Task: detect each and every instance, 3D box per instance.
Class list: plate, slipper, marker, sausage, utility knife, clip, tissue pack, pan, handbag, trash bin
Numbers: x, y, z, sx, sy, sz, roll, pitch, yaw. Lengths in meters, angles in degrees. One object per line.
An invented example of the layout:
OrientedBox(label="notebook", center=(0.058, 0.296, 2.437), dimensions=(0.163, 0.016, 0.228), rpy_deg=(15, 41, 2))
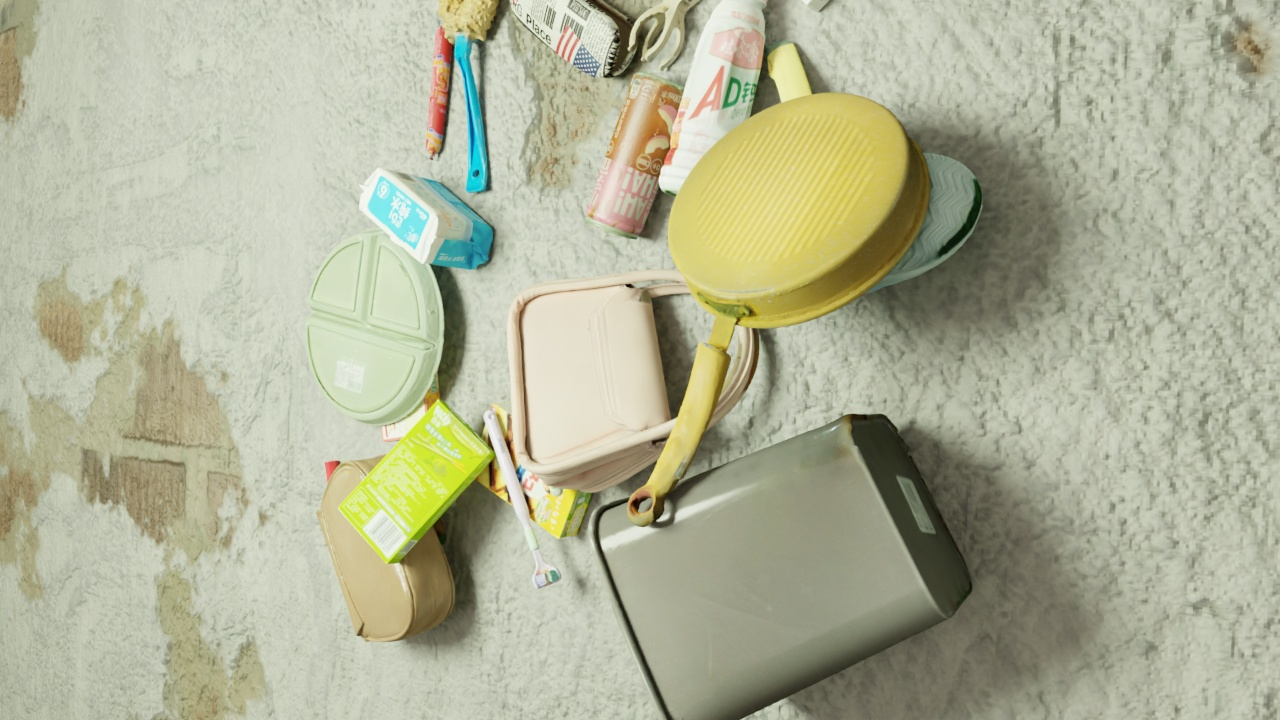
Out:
OrientedBox(label="plate", center=(-0.313, -0.039, 1.055), dimensions=(0.231, 0.027, 0.230), rpy_deg=(0, 89, 36))
OrientedBox(label="slipper", center=(0.159, -0.095, 0.741), dimensions=(0.246, 0.074, 0.104), rpy_deg=(0, 64, 49))
OrientedBox(label="marker", center=(-0.375, 0.196, 1.134), dimensions=(0.017, 0.017, 0.145), rpy_deg=(-11, 84, 33))
OrientedBox(label="sausage", center=(-0.227, -0.304, 1.036), dimensions=(0.020, 0.020, 0.156), rpy_deg=(9, 95, 33))
OrientedBox(label="utility knife", center=(0.131, -0.210, 0.768), dimensions=(0.031, 0.019, 0.176), rpy_deg=(-26, 50, 27))
OrientedBox(label="clip", center=(0.021, -0.330, 0.864), dimensions=(0.076, 0.034, 0.103), rpy_deg=(25, 99, 31))
OrientedBox(label="tissue pack", center=(-0.233, -0.152, 0.997), dimensions=(0.140, 0.089, 0.063), rpy_deg=(40, 110, 27))
OrientedBox(label="pan", center=(0.077, -0.042, 0.679), dimensions=(0.198, 0.078, 0.357), rpy_deg=(22, 73, 45))
OrientedBox(label="handbag", center=(-0.284, 0.211, 1.030), dimensions=(0.148, 0.099, 0.204), rpy_deg=(-35, 71, 36))
OrientedBox(label="handbag", center=(-0.005, 0.005, 0.845), dimensions=(0.235, 0.093, 0.193), rpy_deg=(-18, 66, 20))
OrientedBox(label="trash bin", center=(0.115, 0.156, 0.716), dimensions=(0.220, 0.198, 0.199), rpy_deg=(-30, 74, 22))

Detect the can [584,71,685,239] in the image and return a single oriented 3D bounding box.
OrientedBox(label="can", center=(-0.003, -0.192, 0.863), dimensions=(0.058, 0.057, 0.147), rpy_deg=(28, 105, 30))

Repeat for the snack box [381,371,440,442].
OrientedBox(label="snack box", center=(-0.271, 0.013, 1.059), dimensions=(0.077, 0.027, 0.155), rpy_deg=(-10, 85, 33))

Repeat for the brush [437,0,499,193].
OrientedBox(label="brush", center=(-0.184, -0.311, 1.000), dimensions=(0.083, 0.045, 0.254), rpy_deg=(-1, 93, 29))

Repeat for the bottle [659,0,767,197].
OrientedBox(label="bottle", center=(0.072, -0.239, 0.812), dimensions=(0.068, 0.068, 0.197), rpy_deg=(17, 95, 32))

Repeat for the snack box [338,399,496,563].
OrientedBox(label="snack box", center=(-0.232, 0.126, 0.956), dimensions=(0.086, 0.026, 0.156), rpy_deg=(41, 88, 17))

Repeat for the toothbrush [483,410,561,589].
OrientedBox(label="toothbrush", center=(-0.125, 0.137, 0.929), dimensions=(0.189, 0.029, 0.021), rpy_deg=(68, 159, 15))

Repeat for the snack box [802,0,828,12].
OrientedBox(label="snack box", center=(0.176, -0.379, 0.764), dimensions=(0.157, 0.026, 0.084), rpy_deg=(-43, 68, 27))

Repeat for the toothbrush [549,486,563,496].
OrientedBox(label="toothbrush", center=(-0.101, 0.048, 0.924), dimensions=(0.029, 0.020, 0.189), rpy_deg=(-15, 64, 2))

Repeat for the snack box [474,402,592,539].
OrientedBox(label="snack box", center=(-0.111, 0.112, 0.950), dimensions=(0.140, 0.033, 0.087), rpy_deg=(29, 106, 29))

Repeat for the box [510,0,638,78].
OrientedBox(label="box", center=(-0.078, -0.335, 0.903), dimensions=(0.163, 0.076, 0.075), rpy_deg=(43, 118, 23))
